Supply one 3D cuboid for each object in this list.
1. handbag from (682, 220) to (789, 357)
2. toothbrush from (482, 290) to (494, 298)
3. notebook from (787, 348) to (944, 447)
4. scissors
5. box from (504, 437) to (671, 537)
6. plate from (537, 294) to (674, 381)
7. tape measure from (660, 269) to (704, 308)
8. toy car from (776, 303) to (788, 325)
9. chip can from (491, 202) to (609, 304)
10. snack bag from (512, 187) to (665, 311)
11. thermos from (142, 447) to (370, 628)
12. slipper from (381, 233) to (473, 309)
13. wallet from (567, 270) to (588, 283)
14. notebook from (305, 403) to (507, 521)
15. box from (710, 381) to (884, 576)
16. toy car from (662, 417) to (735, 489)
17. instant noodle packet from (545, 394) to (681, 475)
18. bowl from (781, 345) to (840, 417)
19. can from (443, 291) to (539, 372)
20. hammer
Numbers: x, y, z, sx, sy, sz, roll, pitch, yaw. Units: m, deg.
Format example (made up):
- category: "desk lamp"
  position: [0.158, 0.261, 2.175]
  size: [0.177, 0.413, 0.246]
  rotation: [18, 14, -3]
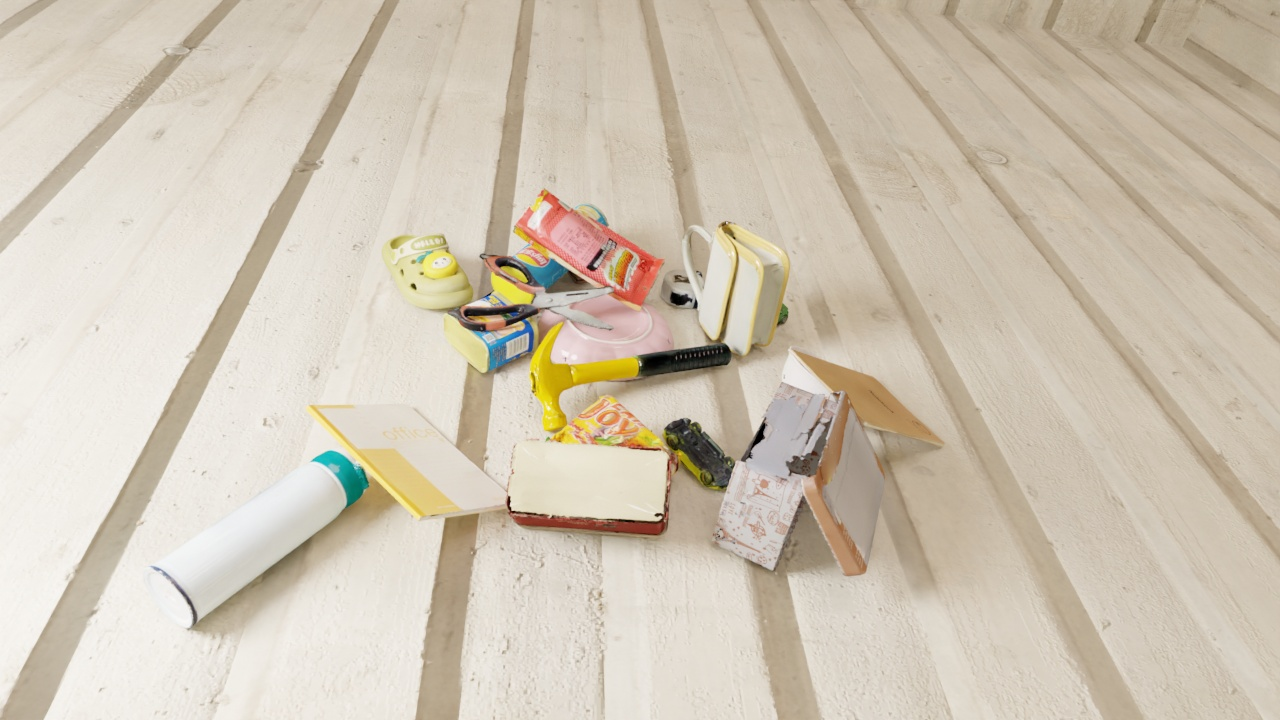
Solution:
- category: "handbag"
  position: [0.114, -0.109, 1.285]
  size: [0.063, 0.164, 0.179]
  rotation: [-23, 47, -35]
- category: "toothbrush"
  position: [-0.203, -0.103, 1.322]
  size: [0.014, 0.016, 0.189]
  rotation: [19, 37, 29]
- category: "notebook"
  position: [0.289, 0.048, 1.164]
  size: [0.207, 0.008, 0.148]
  rotation: [15, 27, -45]
- category: "scissors"
  position: [-0.141, -0.078, 1.200]
  size: [0.225, 0.015, 0.188]
  rotation: [30, 48, 19]
- category: "box"
  position: [-0.052, 0.130, 0.960]
  size: [0.168, 0.078, 0.091]
  rotation: [4, 67, 2]
- category: "plate"
  position: [-0.046, -0.045, 1.263]
  size: [0.192, 0.039, 0.192]
  rotation: [7, 37, -5]
- category: "tape measure"
  position: [0.065, -0.108, 1.378]
  size: [0.066, 0.034, 0.065]
  rotation: [1, 36, -13]
- category: "toy car"
  position: [0.183, -0.067, 1.353]
  size: [0.043, 0.036, 0.091]
  rotation: [33, 38, 29]
- category: "chip can"
  position: [-0.129, -0.157, 1.349]
  size: [0.071, 0.071, 0.209]
  rotation: [25, 44, 18]
- category: "snack bag"
  position: [-0.070, -0.158, 1.290]
  size: [0.208, 0.073, 0.128]
  rotation: [33, 41, -6]
- category: "thermos"
  position: [-0.363, 0.161, 0.895]
  size: [0.073, 0.073, 0.223]
  rotation: [26, 39, 20]
- category: "slipper"
  position: [-0.307, -0.141, 1.295]
  size: [0.091, 0.082, 0.190]
  rotation: [-19, 43, -30]
- category: "wallet"
  position: [-0.069, -0.158, 1.425]
  size: [0.115, 0.020, 0.101]
  rotation: [-15, 42, -26]
- category: "notebook"
  position: [-0.247, 0.104, 0.993]
  size: [0.206, 0.010, 0.145]
  rotation: [35, 17, 30]
- category: "box"
  position: [0.195, 0.131, 1.000]
  size: [0.166, 0.151, 0.181]
  rotation: [23, 39, 13]
- category: "toy car"
  position: [0.069, 0.114, 1.090]
  size: [0.048, 0.032, 0.105]
  rotation: [-26, 61, -39]
- category: "instant noodle packet"
  position: [-0.029, 0.102, 1.045]
  size: [0.128, 0.044, 0.110]
  rotation: [42, 57, 20]
- category: "bowl"
  position: [0.222, 0.042, 1.179]
  size: [0.118, 0.065, 0.118]
  rotation: [31, 19, -12]
- category: "can"
  position: [-0.197, -0.037, 1.204]
  size: [0.083, 0.057, 0.102]
  rotation: [-27, 51, -36]
- category: "hammer"
  position: [-0.007, 0.007, 1.179]
  size: [0.300, 0.033, 0.128]
  rotation: [-7, 81, -34]
